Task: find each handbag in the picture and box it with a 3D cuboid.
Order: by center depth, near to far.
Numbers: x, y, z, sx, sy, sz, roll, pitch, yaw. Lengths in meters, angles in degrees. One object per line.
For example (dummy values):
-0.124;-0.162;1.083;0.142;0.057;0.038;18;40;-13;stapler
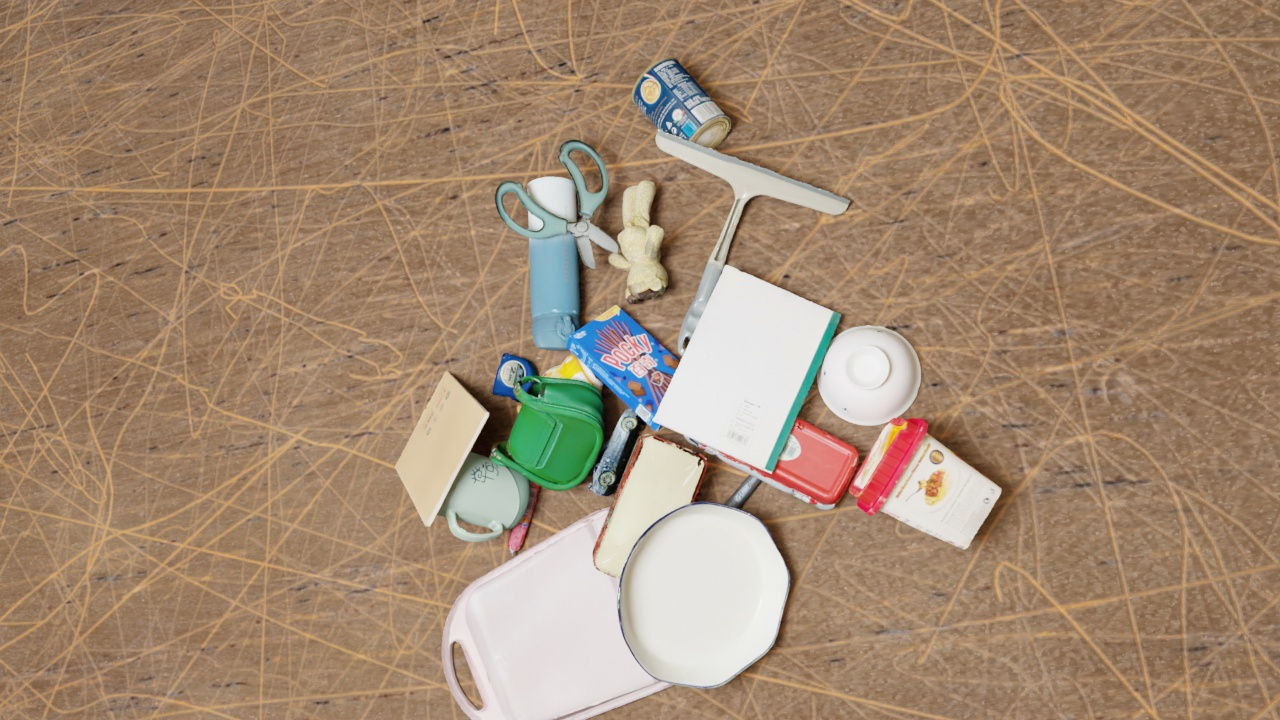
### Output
-0.108;0.086;1.092;0.120;0.067;0.132;15;125;-14;handbag

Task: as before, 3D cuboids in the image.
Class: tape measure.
-0.160;0.023;1.180;0.054;0.025;0.058;14;90;16;tape measure

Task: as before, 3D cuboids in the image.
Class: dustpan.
-0.109;0.334;1.128;0.273;0.139;0.222;-18;74;-16;dustpan

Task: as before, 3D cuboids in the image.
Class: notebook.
0.125;0.007;1.064;0.150;0.012;0.209;24;77;9;notebook
-0.249;0.101;1.128;0.148;0.008;0.208;-62;28;0;notebook

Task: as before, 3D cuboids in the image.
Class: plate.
0.065;0.257;1.022;0.204;0.046;0.205;0;89;-20;plate

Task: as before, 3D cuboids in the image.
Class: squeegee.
0.095;-0.121;1.123;0.246;0.039;0.246;20;94;0;squeegee

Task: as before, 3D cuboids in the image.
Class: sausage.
-0.140;0.170;1.155;0.020;0.020;0.155;14;85;17;sausage

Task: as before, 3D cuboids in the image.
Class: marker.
0.112;0.168;1.086;0.018;0.015;0.124;40;92;14;marker

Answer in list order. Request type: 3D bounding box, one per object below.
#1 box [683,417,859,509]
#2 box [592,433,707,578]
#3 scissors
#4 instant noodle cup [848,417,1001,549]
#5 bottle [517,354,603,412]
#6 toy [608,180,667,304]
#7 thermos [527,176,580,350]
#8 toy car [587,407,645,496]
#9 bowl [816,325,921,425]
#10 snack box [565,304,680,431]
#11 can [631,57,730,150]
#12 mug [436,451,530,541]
0.150;0.099;1.071;0.201;0.048;0.087;26;80;18;box
0.009;0.174;1.065;0.091;0.079;0.168;22;85;-2;box
-0.083;-0.202;1.138;0.174;0.019;0.177;30;78;4;scissors
0.307;0.135;0.991;0.124;0.116;0.116;31;91;6;instant noodle cup
-0.101;0.041;1.140;0.108;0.063;0.063;-35;74;8;bottle
0.003;-0.149;1.145;0.105;0.066;0.157;-18;70;46;toy
-0.108;-0.120;1.165;0.070;0.070;0.220;-6;80;15;thermos
-0.027;0.108;1.114;0.037;0.054;0.120;24;88;16;toy car
0.258;0.013;1.041;0.118;0.064;0.118;-2;82;15;bowl
-0.007;0.006;1.112;0.157;0.026;0.084;42;54;16;snack box
0.052;-0.311;1.143;0.075;0.075;0.111;-40;74;7;can
-0.194;0.169;1.110;0.082;0.106;0.111;-45;35;36;mug
